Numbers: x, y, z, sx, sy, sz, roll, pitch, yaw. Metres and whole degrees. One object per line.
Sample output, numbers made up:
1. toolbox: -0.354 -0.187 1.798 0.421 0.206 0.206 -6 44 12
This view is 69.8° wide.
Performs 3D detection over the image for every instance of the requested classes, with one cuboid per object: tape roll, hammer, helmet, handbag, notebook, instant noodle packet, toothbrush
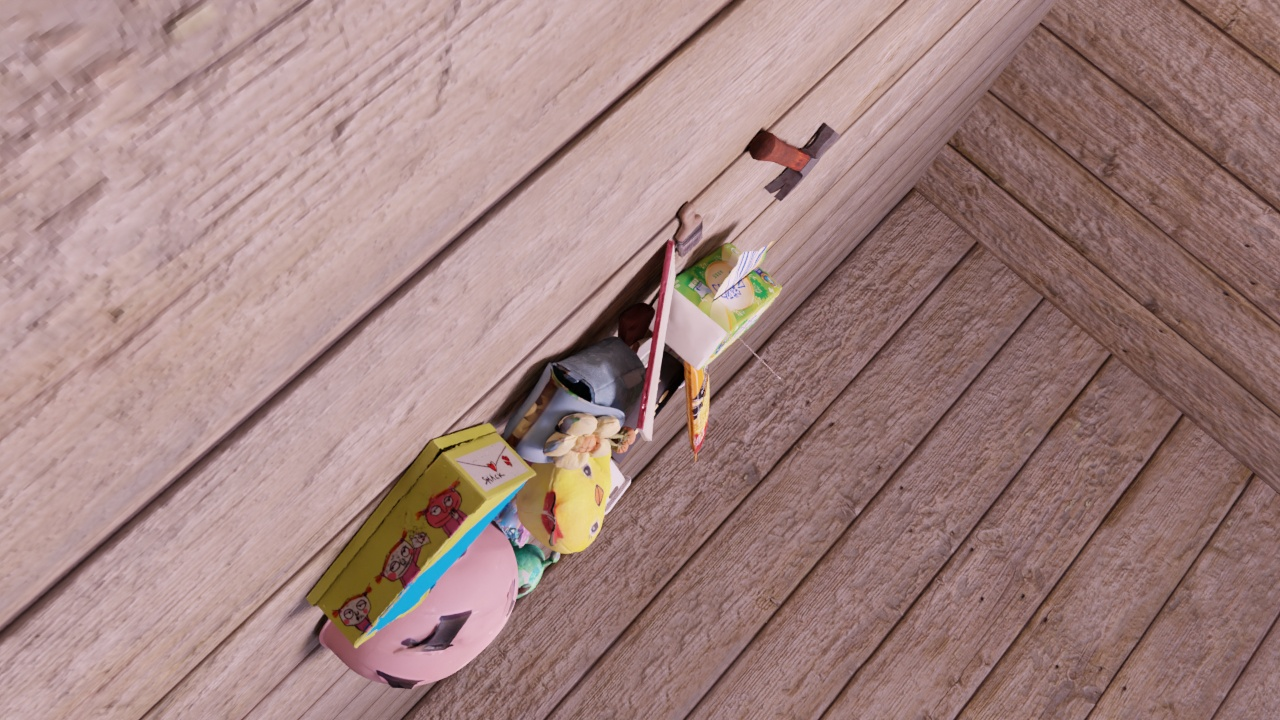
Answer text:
1. tape roll: -0.007 0.007 1.193 0.093 0.013 0.093 -45 172 -9
2. hammer: 0.175 -0.244 1.096 0.111 0.028 0.300 -51 171 19
3. helmet: -0.251 0.298 1.103 0.230 0.152 0.254 -47 166 22
4. handbag: -0.004 0.062 1.331 0.175 0.072 0.196 -52 178 -5
5. notebook: 0.020 -0.017 1.047 0.153 0.012 0.208 71 28 -80
6. handbag: -0.015 -0.011 1.113 0.055 0.029 0.120 -35 150 -47
7. handbag: -0.056 0.054 1.010 0.122 0.118 0.191 -52 166 24
8. instant noodle packet: 0.083 0.020 1.346 0.221 0.032 0.159 84 11 -45
9. toothbrush: 0.141 -0.033 1.374 0.010 0.181 0.010 -44 166 -1

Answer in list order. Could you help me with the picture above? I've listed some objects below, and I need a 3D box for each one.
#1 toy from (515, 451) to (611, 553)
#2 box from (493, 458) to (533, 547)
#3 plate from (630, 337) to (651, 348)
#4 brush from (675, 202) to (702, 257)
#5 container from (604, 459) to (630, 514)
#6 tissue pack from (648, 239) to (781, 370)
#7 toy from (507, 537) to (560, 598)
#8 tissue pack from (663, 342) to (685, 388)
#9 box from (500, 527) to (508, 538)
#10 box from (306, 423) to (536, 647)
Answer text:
1. toy: -0.079 0.152 1.086 0.207 0.092 0.134 -21 111 -62
2. box: -0.122 0.156 1.164 0.159 0.035 0.230 -59 160 -19
3. plate: -0.046 0.030 1.256 0.188 0.027 0.189 -46 172 -9
4. brush: 0.053 -0.144 1.002 0.039 0.012 0.151 -46 172 -4
5. container: -0.089 0.178 1.368 0.080 0.129 0.049 -50 130 -37
6. tissue pack: 0.115 -0.097 1.210 0.142 0.120 0.197 -55 175 37
7. toy: -0.195 0.276 1.258 0.130 0.194 0.072 -51 131 -32
8. tissue pack: 0.079 -0.024 1.492 0.182 0.070 0.112 -48 171 3
9. box: -0.180 0.225 1.482 0.174 0.033 0.232 -45 171 -16
10. box: -0.216 0.171 0.908 0.221 0.081 0.124 -47 171 18
